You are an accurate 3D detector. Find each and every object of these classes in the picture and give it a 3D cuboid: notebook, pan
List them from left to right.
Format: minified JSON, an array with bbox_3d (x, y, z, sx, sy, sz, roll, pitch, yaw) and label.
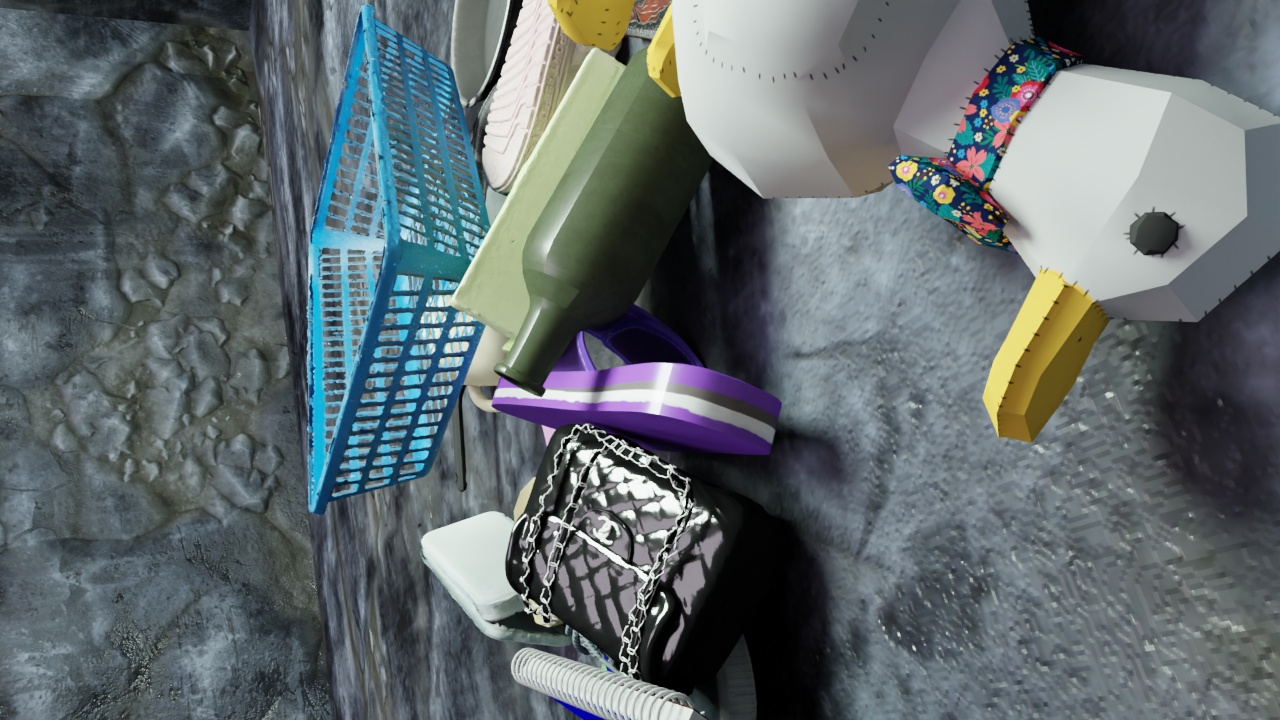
[{"bbox_3d":[-0.187,-0.041,0.965,0.226,0.034,0.356,175,92,-70],"label":"pan"},{"bbox_3d":[-0.130,-0.241,0.790,0.188,0.055,0.356,-37,54,56],"label":"pan"},{"bbox_3d":[0.029,0.221,0.506,0.022,0.171,0.210,-57,16,-24],"label":"notebook"}]

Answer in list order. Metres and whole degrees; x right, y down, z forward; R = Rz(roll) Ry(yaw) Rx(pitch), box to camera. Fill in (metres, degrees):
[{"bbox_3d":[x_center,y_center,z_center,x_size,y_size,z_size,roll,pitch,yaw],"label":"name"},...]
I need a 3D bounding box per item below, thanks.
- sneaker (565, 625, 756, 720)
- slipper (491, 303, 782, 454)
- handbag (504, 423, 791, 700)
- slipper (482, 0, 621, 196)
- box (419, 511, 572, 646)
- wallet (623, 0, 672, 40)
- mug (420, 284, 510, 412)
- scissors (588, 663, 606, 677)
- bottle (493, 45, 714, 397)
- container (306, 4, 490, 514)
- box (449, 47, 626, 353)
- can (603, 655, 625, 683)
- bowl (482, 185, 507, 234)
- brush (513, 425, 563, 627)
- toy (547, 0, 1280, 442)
[{"bbox_3d":[-0.007,0.170,0.619,0.235,0.087,0.089,44,132,53],"label":"sneaker"},{"bbox_3d":[-0.004,0.004,0.583,0.267,0.107,0.084,-5,67,63],"label":"slipper"},{"bbox_3d":[-0.014,0.112,0.530,0.154,0.114,0.125,23,86,36],"label":"handbag"},{"bbox_3d":[-0.055,-0.235,0.685,0.094,0.064,0.239,6,82,60],"label":"slipper"},{"bbox_3d":[-0.141,0.190,0.874,0.216,0.122,0.083,22,90,55],"label":"box"},{"bbox_3d":[0.022,-0.237,0.580,0.123,0.019,0.072,37,122,55],"label":"wallet"},{"bbox_3d":[-0.129,-0.013,0.817,0.100,0.096,0.120,1,96,45],"label":"mug"},{"bbox_3d":[-0.025,0.241,0.743,0.172,0.024,0.159,-42,51,52],"label":"scissors"},{"bbox_3d":[-0.019,-0.076,0.523,0.206,0.071,0.071,-62,26,-10],"label":"bottle"},{"bbox_3d":[-0.200,-0.088,0.737,0.258,0.089,0.361,-62,33,35],"label":"container"},{"bbox_3d":[-0.053,-0.098,0.586,0.092,0.083,0.187,5,65,58],"label":"box"},{"bbox_3d":[-0.006,0.236,0.670,0.032,0.032,0.095,-47,51,55],"label":"can"},{"bbox_3d":[-0.096,-0.108,0.762,0.118,0.062,0.117,-45,35,45],"label":"bowl"},{"bbox_3d":[-0.075,0.111,0.779,0.089,0.043,0.228,-47,50,47],"label":"brush"},{"bbox_3d":[0.100,-0.120,0.334,0.268,0.140,0.247,26,101,32],"label":"toy"}]
